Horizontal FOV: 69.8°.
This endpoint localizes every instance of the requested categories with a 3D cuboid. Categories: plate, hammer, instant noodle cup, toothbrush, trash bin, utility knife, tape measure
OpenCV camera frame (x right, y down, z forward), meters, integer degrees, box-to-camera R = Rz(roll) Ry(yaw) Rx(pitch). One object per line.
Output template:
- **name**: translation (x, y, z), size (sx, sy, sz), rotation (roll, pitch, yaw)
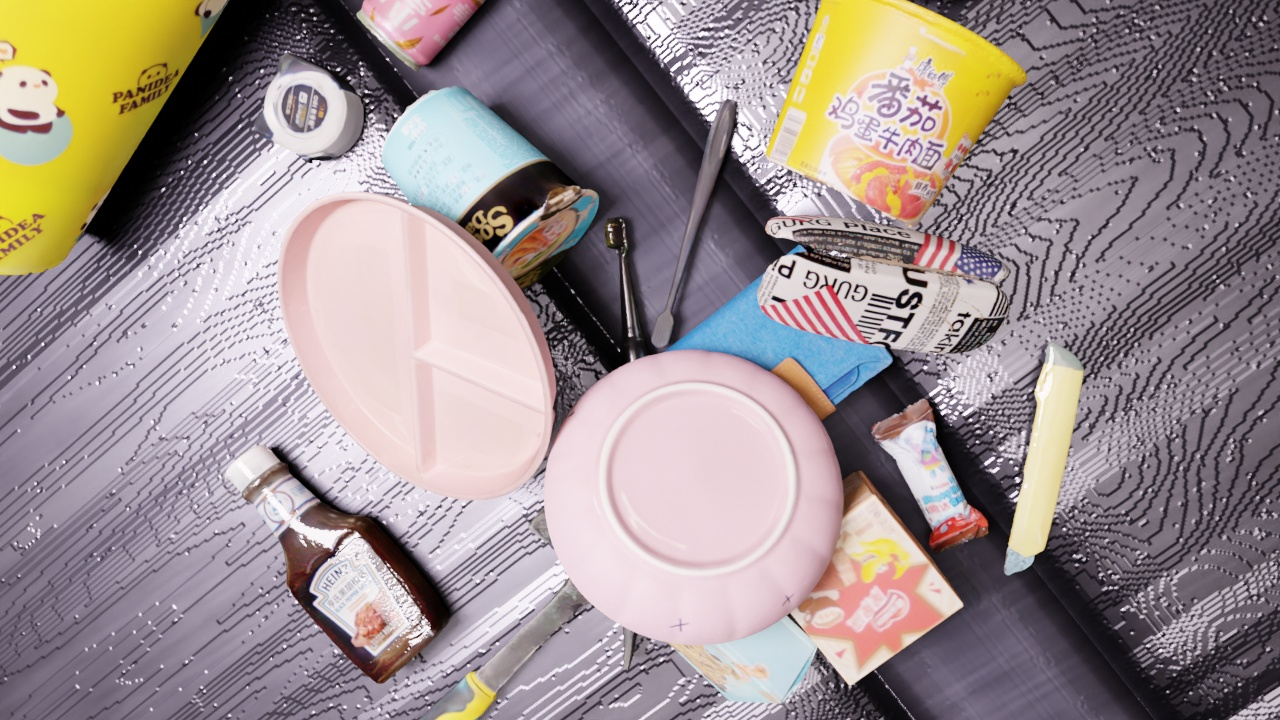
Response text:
- **plate**: translation (0.034, 0.076, 0.573), size (0.192, 0.039, 0.192), rotation (0, 68, -1)
- **hammer**: translation (-0.128, 0.258, 0.690), size (0.126, 0.032, 0.323), rotation (44, 98, 2)
- **instant noodle cup**: translation (-0.107, -0.118, 0.621), size (0.111, 0.111, 0.120), rotation (-43, 82, 8)
- **toothbrush**: translation (0.038, -0.096, 0.648), size (0.016, 0.018, 0.181), rotation (17, 95, 10)
- **trash bin**: translation (-0.414, -0.210, 0.589), size (0.229, 0.229, 0.255), rotation (35, 103, 2)
- **plate**: translation (-0.150, -0.007, 0.615), size (0.230, 0.028, 0.230), rotation (17, 127, 23)
- **utility knife**: translation (0.279, 0.072, 0.635), size (0.031, 0.018, 0.167), rotation (10, 95, 9)
- **instant noodle cup**: translation (0.151, -0.154, 0.576), size (0.138, 0.137, 0.110), rotation (26, 105, 3)
- **toothbrush**: translation (-0.004, 0.004, 0.655), size (0.026, 0.027, 0.212), rotation (-4, 96, 39)
- **tape measure**: translation (-0.236, -0.178, 0.660), size (0.066, 0.033, 0.066), rotation (29, 99, 5)

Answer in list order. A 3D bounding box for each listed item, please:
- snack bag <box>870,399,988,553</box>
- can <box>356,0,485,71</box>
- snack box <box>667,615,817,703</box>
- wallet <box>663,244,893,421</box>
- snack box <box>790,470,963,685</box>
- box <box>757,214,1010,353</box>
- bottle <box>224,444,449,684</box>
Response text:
- **snack bag**: translation (0.202, 0.082, 0.640), size (0.045, 0.026, 0.105), rotation (-27, 90, 11)
- **can**: translation (-0.124, -0.271, 0.627), size (0.147, 0.058, 0.058), rotation (-45, 89, 8)
- **snack box**: translation (0.032, 0.160, 0.629), size (0.175, 0.074, 0.051), rotation (43, 63, -3)
- **wallet**: translation (0.092, 0.000, 0.640), size (0.133, 0.040, 0.106), rotation (-38, 86, 8)
- **snack box**: translation (0.146, 0.145, 0.626), size (0.093, 0.077, 0.094), rotation (-39, 90, 8)
- **box**: translation (0.160, -0.062, 0.604), size (0.162, 0.076, 0.087), rotation (10, 52, -4)
- **bottle**: translation (-0.231, 0.146, 0.685), size (0.080, 0.044, 0.195), rotation (-42, 89, 7)
